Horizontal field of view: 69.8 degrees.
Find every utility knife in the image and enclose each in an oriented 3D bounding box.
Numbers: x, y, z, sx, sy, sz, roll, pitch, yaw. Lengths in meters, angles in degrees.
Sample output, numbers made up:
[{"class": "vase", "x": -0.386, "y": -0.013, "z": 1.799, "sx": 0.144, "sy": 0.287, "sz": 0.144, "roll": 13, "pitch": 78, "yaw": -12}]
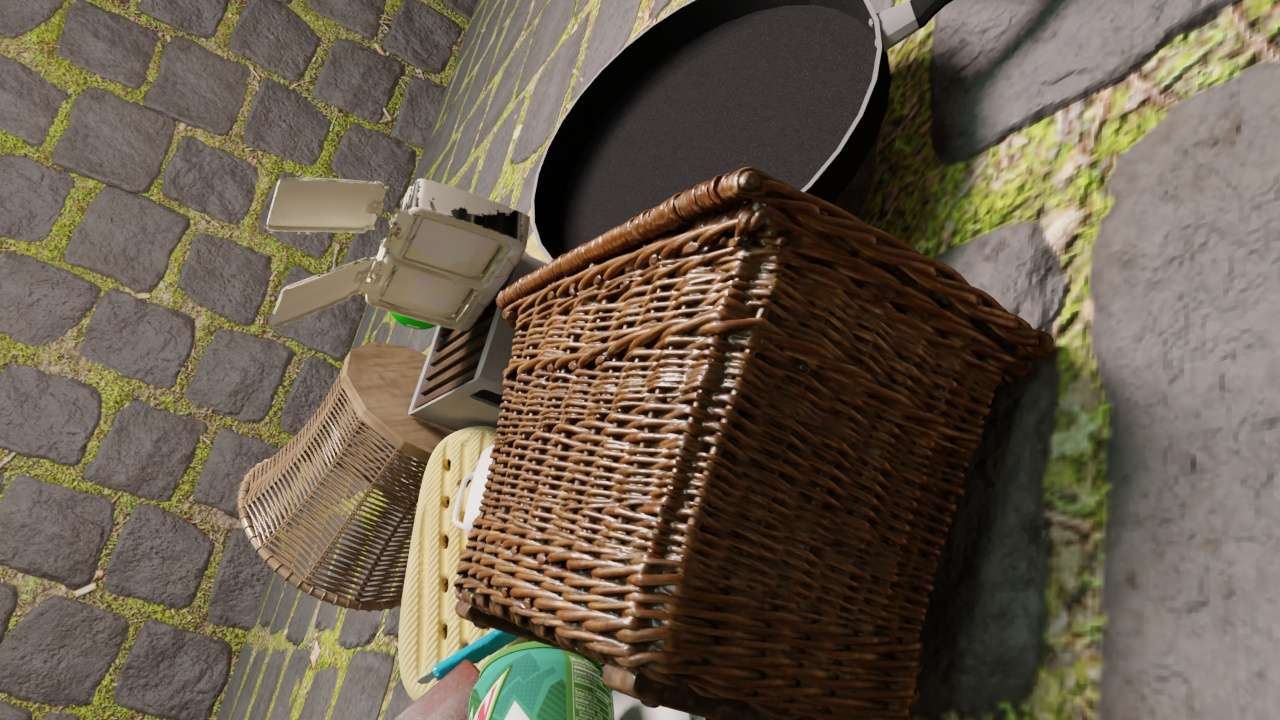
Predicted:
[{"class": "utility knife", "x": -0.108, "y": 0.205, "z": 0.669, "sx": 0.015, "sy": 0.117, "sz": 0.022, "roll": 43, "pitch": 147, "yaw": 40}]

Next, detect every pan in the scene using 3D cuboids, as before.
[{"class": "pan", "x": 0.089, "y": -0.152, "z": 0.499, "sx": 0.357, "sy": 0.034, "sz": 0.224, "roll": -22, "pitch": 48, "yaw": 26}]

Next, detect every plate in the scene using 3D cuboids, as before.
[{"class": "plate", "x": -0.010, "y": 0.240, "z": 0.517, "sx": 0.189, "sy": 0.016, "sz": 0.188, "roll": -48, "pitch": 29, "yaw": 38}]

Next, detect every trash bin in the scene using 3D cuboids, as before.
[{"class": "trash bin", "x": -0.114, "y": 0.002, "z": 0.841, "sx": 0.229, "sy": 0.114, "sz": 0.114, "roll": -21, "pitch": 50, "yaw": 60}]

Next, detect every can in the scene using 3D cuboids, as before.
[{"class": "can", "x": -0.052, "y": 0.231, "z": 0.485, "sx": 0.083, "sy": 0.083, "sz": 0.144, "roll": -53, "pitch": 26, "yaw": 31}]

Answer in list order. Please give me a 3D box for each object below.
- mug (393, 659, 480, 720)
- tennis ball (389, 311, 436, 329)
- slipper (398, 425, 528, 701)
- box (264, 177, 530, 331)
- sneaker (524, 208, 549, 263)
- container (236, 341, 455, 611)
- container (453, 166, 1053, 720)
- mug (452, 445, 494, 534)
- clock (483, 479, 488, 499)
[{"class": "mug", "x": -0.122, "y": 0.282, "z": 0.618, "sx": 0.110, "sy": 0.123, "sz": 0.096, "roll": -36, "pitch": 18, "yaw": -16}, {"class": "tennis ball", "x": -0.210, "y": -0.062, "z": 0.876, "sx": 0.066, "sy": 0.065, "sz": 0.065, "roll": -48, "pitch": 29, "yaw": 38}, {"class": "slipper", "x": -0.135, "y": 0.172, "z": 0.777, "sx": 0.111, "sy": 0.079, "sz": 0.261, "roll": -16, "pitch": 48, "yaw": 9}, {"class": "box", "x": -0.188, "y": -0.075, "z": 0.704, "sx": 0.146, "sy": 0.185, "sz": 0.065, "roll": -46, "pitch": 56, "yaw": 51}, {"class": "sneaker", "x": -0.053, "y": -0.137, "z": 0.890, "sx": 0.102, "sy": 0.089, "sz": 0.241, "roll": -52, "pitch": 21, "yaw": 14}, {"class": "container", "x": -0.276, "y": 0.115, "z": 0.979, "sx": 0.196, "sy": 0.226, "sz": 0.226, "roll": -52, "pitch": 26, "yaw": 18}, {"class": "container", "x": 0.022, "y": 0.055, "z": 0.419, "sx": 0.250, "sy": 0.162, "sz": 0.183, "roll": -14, "pitch": 56, "yaw": 61}, {"class": "mug", "x": -0.094, "y": 0.110, "z": 0.706, "sx": 0.116, "sy": 0.094, "sz": 0.068, "roll": -1, "pitch": 66, "yaw": 26}, {"class": "clock", "x": -0.054, "y": 0.093, "z": 0.584, "sx": 0.121, "sy": 0.073, "sz": 0.158, "roll": 18, "pitch": 102, "yaw": 56}]
